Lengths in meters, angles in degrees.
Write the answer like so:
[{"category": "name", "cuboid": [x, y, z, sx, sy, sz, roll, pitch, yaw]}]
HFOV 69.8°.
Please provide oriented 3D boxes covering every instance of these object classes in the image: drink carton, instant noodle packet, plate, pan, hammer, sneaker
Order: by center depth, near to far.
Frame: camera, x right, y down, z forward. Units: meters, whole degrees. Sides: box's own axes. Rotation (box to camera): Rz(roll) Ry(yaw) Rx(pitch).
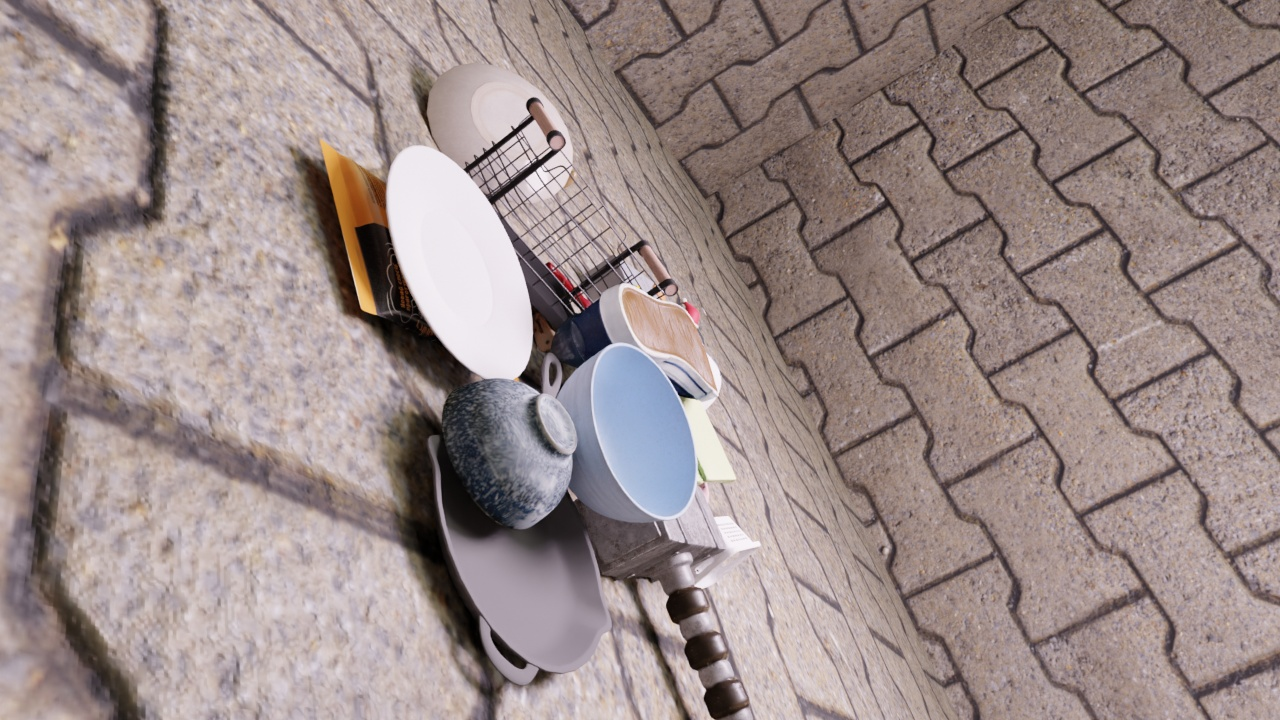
[{"category": "pan", "cuboid": [-0.090, 0.098, 0.715, 0.216, 0.024, 0.353, 52, 21, -28]}, {"category": "plate", "cuboid": [-0.151, -0.079, 0.771, 0.208, 0.015, 0.208, 55, 23, -39]}, {"category": "instant noodle packet", "cuboid": [-0.180, -0.075, 0.778, 0.220, 0.032, 0.159, 34, 31, -61]}, {"category": "hammer", "cuboid": [0.057, 0.258, 0.843, 0.177, 0.080, 0.326, 31, 32, -64]}, {"category": "sneaker", "cuboid": [-0.006, 0.006, 0.990, 0.294, 0.127, 0.120, 22, 49, -62]}, {"category": "plate", "cuboid": [-0.156, -0.274, 1.079, 0.188, 0.027, 0.188, 15, 61, -30]}, {"category": "drink carton", "cuboid": [-0.023, -0.097, 1.315, 0.124, 0.076, 0.048, 29, 33, -57]}]

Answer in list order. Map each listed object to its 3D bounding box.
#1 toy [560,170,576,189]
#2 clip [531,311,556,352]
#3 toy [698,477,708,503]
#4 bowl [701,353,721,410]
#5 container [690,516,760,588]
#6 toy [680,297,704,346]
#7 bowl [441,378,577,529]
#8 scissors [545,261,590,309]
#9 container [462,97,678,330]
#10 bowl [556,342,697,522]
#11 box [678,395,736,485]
[{"category": "toy", "cuboid": [-0.142, -0.252, 1.174, 0.108, 0.106, 0.134, 21, 36, -52]}, {"category": "clip", "cuboid": [-0.104, -0.029, 0.986, 0.060, 0.024, 0.041, 56, 9, 21]}, {"category": "toy", "cuboid": [0.050, 0.144, 1.131, 0.108, 0.053, 0.105, 62, -1, 16]}, {"category": "bowl", "cuboid": [0.043, 0.034, 1.211, 0.116, 0.117, 0.065, 54, 44, -22]}, {"category": "container", "cuboid": [0.078, 0.213, 1.025, 0.049, 0.081, 0.129, 52, 11, 19]}, {"category": "toy", "cuboid": [0.043, -0.020, 1.296, 0.099, 0.119, 0.097, 45, 15, -28]}, {"category": "bowl", "cuboid": [-0.082, 0.058, 0.658, 0.114, 0.061, 0.114, 53, 20, -29]}, {"category": "scissors", "cuboid": [-0.062, -0.044, 1.185, 0.199, 0.015, 0.179, 49, 16, -41]}, {"category": "container", "cuboid": [-0.084, -0.141, 1.003, 0.241, 0.130, 0.162, 49, 8, -39]}, {"category": "bowl", "cuboid": [-0.024, 0.068, 0.758, 0.150, 0.075, 0.150, 39, 39, -41]}, {"category": "box", "cuboid": [0.030, 0.068, 1.077, 0.188, 0.130, 0.064, 67, -28, 23]}]
